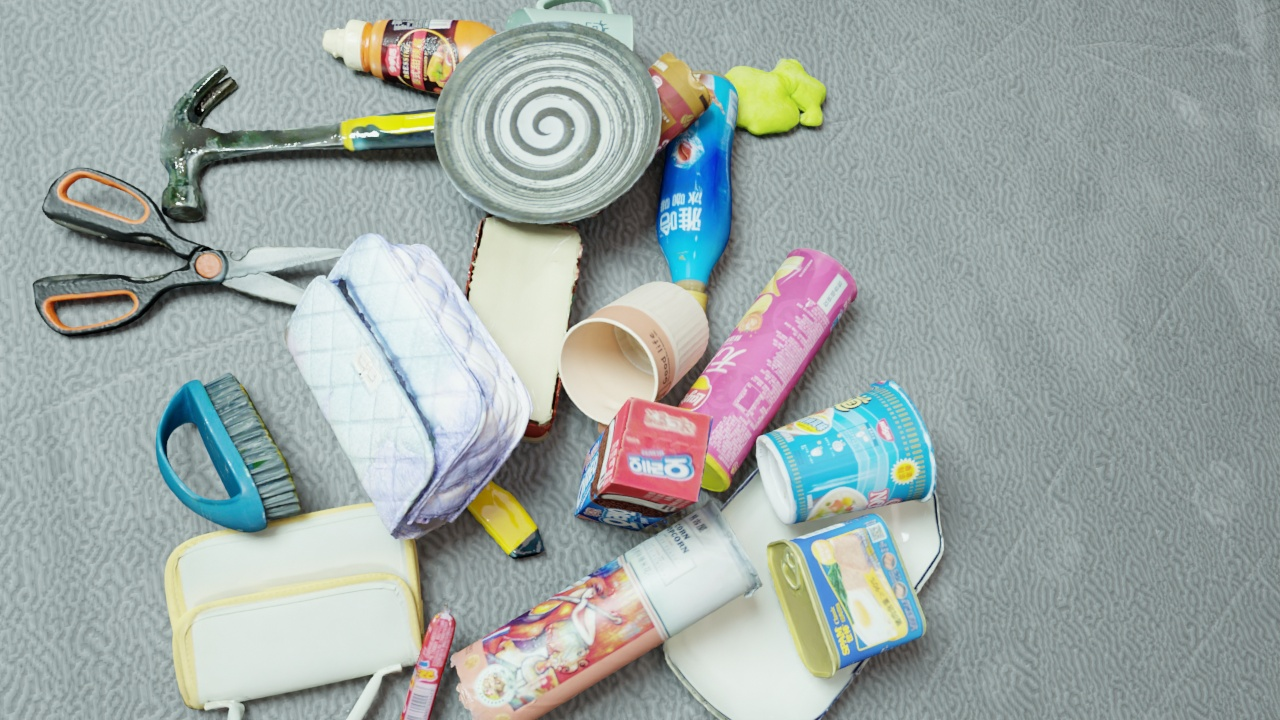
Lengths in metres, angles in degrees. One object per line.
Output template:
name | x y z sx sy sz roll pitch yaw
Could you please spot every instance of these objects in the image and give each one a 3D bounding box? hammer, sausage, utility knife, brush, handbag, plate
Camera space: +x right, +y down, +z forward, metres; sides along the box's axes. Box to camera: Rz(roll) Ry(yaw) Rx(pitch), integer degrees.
hammer | -0.220 -0.188 0.746 0.323 0.032 0.126 -6 73 -6
sausage | -0.154 0.243 0.633 0.020 0.020 0.156 16 88 -7
utility knife | -0.135 0.089 0.707 0.033 0.015 0.167 -40 83 -26
brush | -0.291 0.065 0.632 0.073 0.055 0.144 -19 47 -31
handbag | -0.170 0.011 0.645 0.075 0.134 0.194 6 39 -54
plate | 0.127 0.165 0.729 0.162 0.034 0.265 43 70 3
handbag | -0.232 0.195 0.634 0.163 0.063 0.178 -9 79 -13
plate | -0.072 -0.185 0.720 0.179 0.024 0.179 -1 75 3

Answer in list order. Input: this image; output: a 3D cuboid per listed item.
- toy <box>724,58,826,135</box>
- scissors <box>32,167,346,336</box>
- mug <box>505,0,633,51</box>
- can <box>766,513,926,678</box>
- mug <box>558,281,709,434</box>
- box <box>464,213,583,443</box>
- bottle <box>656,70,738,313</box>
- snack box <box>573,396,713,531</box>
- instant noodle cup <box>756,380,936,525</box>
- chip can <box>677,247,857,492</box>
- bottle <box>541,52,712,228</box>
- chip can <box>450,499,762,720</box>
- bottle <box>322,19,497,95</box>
toy | 0.125 -0.244 0.855 0.096 0.031 0.100 43 69 1
scissors | -0.347 -0.063 0.696 0.227 0.022 0.198 38 85 -7
mug | -0.062 -0.270 0.792 0.106 0.082 0.111 3 77 -5
can | 0.152 0.172 0.683 0.083 0.057 0.102 -14 77 -19
mug | -0.004 0.004 0.714 0.082 0.115 0.105 20 29 19
box | -0.095 -0.028 0.718 0.091 0.077 0.168 10 72 -8
bottle | 0.047 -0.140 0.790 0.065 0.065 0.218 8 73 -10
snack box | -0.003 0.079 0.636 0.058 0.208 0.057 13 73 -7
instant noodle cup | 0.150 0.076 0.697 0.110 0.099 0.099 -16 77 -8
chip can | 0.097 0.004 0.753 0.071 0.071 0.210 37 69 1
bottle | -0.021 -0.173 0.760 0.175 0.057 0.057 -44 86 6
chip can | -0.024 0.183 0.648 0.214 0.071 0.071 -30 81 -5
bottle | -0.194 -0.261 0.780 0.149 0.067 0.066 8 72 -2
